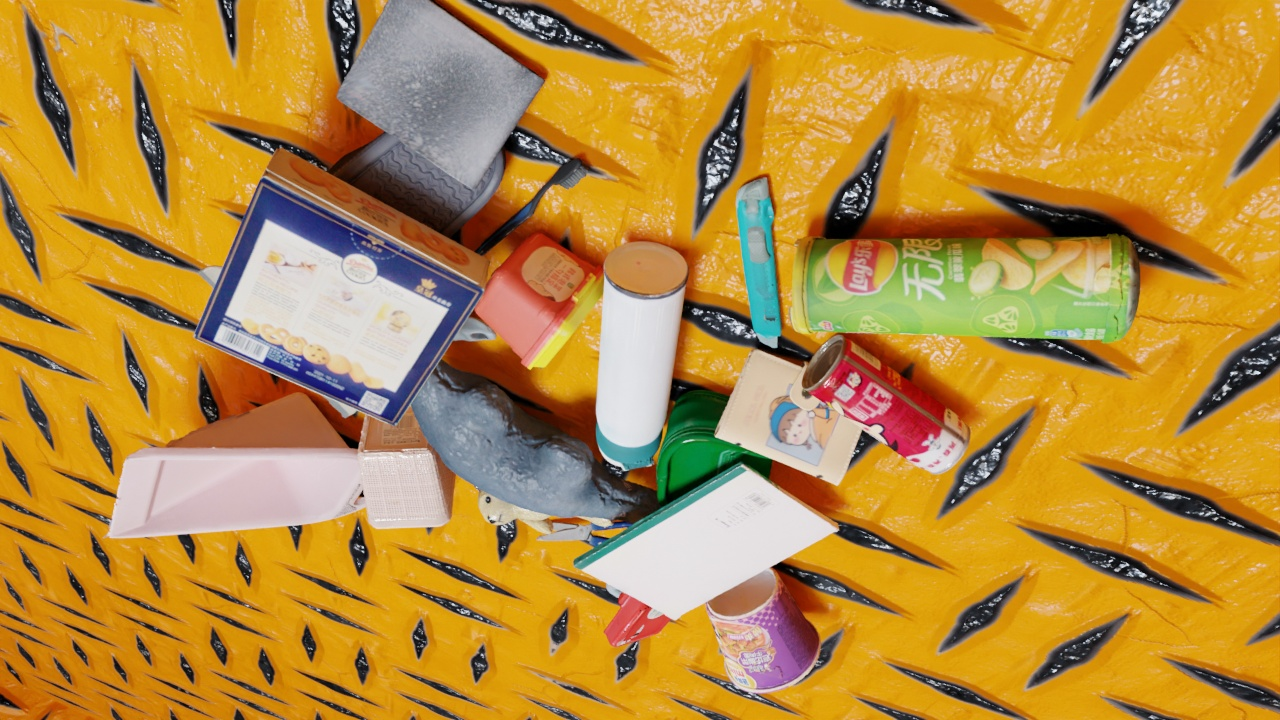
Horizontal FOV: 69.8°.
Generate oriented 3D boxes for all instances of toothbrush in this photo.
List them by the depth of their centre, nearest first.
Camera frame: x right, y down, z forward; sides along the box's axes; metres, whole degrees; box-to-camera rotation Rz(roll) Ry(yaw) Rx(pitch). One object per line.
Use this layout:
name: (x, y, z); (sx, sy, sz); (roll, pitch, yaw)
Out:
toothbrush: (-0.102, -0.114, 0.759); (0.016, 0.014, 0.190); (22, 144, -33)

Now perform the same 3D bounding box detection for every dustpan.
dustpan: (-0.426, 0.150, 1.030); (0.139, 0.272, 0.223); (52, 139, 7)

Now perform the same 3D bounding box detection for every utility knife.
utility knife: (0.094, -0.070, 0.711); (0.029, 0.013, 0.161); (6, 134, 22)

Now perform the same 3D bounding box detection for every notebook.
notebook: (0.061, 0.176, 0.869); (0.210, 0.012, 0.150); (-35, 128, 27)

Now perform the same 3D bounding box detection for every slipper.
slipper: (-0.215, -0.123, 0.763); (0.269, 0.083, 0.110); (-33, 119, 23)

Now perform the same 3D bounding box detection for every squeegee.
squeegee: (-0.246, -0.029, 0.889); (0.247, 0.039, 0.247); (-3, 143, 20)

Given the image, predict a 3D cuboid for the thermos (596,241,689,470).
thermos: (-0.005, 0.005, 0.791); (0.073, 0.073, 0.225); (16, 136, 9)

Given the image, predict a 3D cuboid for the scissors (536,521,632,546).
scissors: (-0.056, 0.180, 1.013); (0.012, 0.128, 0.173); (12, -166, -46)

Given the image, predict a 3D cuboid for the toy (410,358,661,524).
toy: (-0.119, 0.082, 0.892); (0.356, 0.091, 0.138); (34, 136, -14)

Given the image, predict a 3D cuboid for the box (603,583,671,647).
box: (0.014, 0.237, 1.029); (0.094, 0.091, 0.202); (-9, 147, -29)

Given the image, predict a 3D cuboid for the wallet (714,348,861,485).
wallet: (0.130, 0.045, 0.770); (0.115, 0.024, 0.087); (22, 96, -4)

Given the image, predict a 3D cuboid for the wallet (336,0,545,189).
wallet: (-0.144, -0.197, 0.661); (0.121, 0.019, 0.097); (33, 103, -9)

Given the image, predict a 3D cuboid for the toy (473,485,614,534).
toy: (-0.101, 0.152, 0.981); (0.157, 0.066, 0.105); (1, 126, 16)

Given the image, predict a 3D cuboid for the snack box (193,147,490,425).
snack box: (-0.241, -0.049, 0.739); (0.178, 0.045, 0.183); (28, 125, -19)

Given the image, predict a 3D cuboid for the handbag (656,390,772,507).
handbag: (0.077, 0.094, 0.839); (0.120, 0.067, 0.131); (9, 135, 8)

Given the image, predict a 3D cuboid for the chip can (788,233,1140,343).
chip can: (0.217, -0.051, 0.631); (0.222, 0.072, 0.073); (2, 133, 22)

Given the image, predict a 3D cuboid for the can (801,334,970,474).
can: (0.198, 0.037, 0.739); (0.132, 0.053, 0.053); (33, 137, -9)

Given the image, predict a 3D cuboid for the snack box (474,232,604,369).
snack box: (-0.082, -0.053, 0.755); (0.080, 0.091, 0.082); (39, 135, -5)

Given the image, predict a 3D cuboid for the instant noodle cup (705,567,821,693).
instant noodle cup: (0.124, 0.280, 0.980); (0.112, 0.111, 0.099); (-11, 119, 32)

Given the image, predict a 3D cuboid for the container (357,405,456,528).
container: (-0.250, 0.109, 0.979); (0.090, 0.089, 0.111); (-1, 133, -4)
